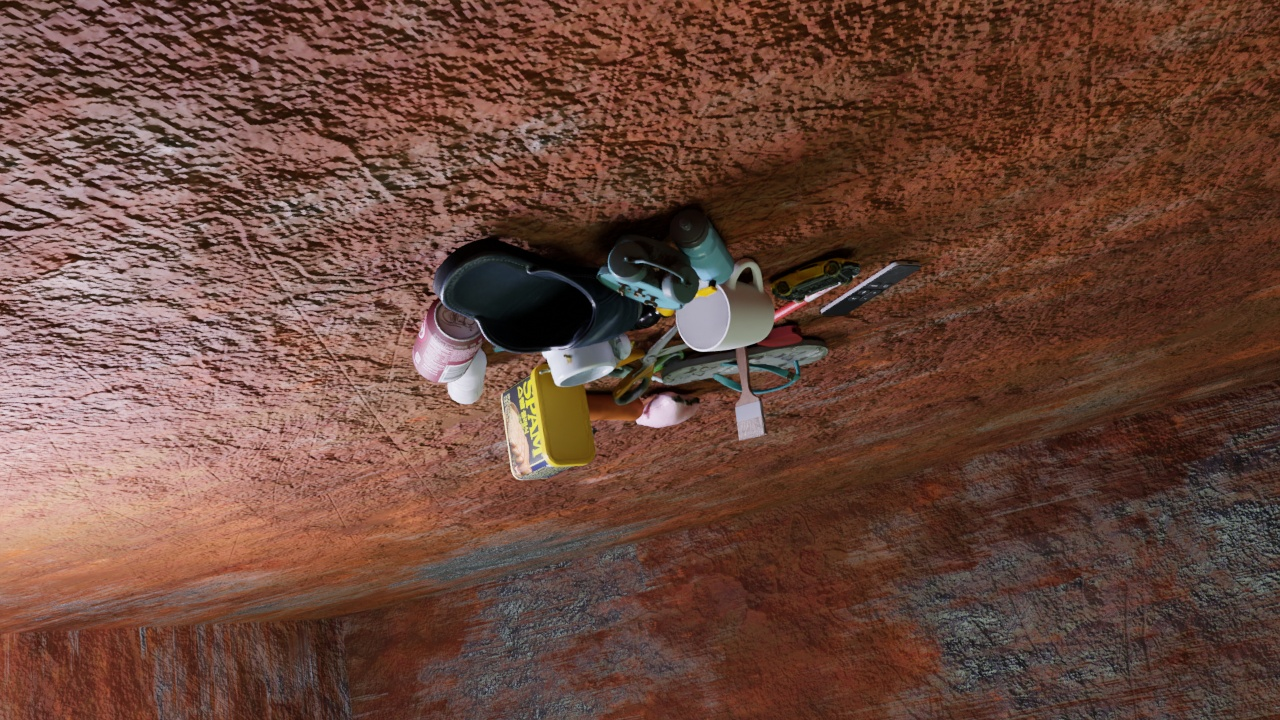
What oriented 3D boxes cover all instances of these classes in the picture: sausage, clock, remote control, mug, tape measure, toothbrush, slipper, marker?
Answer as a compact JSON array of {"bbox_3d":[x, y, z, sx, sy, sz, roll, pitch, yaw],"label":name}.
[{"bbox_3d":[-0.062,0.071,1.373,0.164,0.039,0.045,2,163,-37],"label":"sausage"},{"bbox_3d":[-0.060,-0.009,1.074,0.117,0.057,0.083,-8,164,-41],"label":"clock"},{"bbox_3d":[0.008,-0.083,0.866,0.090,0.053,0.124,21,172,-12],"label":"clock"},{"bbox_3d":[0.291,-0.090,1.166,0.045,0.008,0.147,-1,159,-31],"label":"remote control"},{"bbox_3d":[0.106,-0.065,1.033,0.087,0.081,0.114,-3,130,-44],"label":"mug"},{"bbox_3d":[0.190,-0.034,1.257,0.059,0.019,0.051,-12,166,23],"label":"tape measure"},{"bbox_3d":[0.025,-0.058,1.005,0.031,0.030,0.197,16,164,-28],"label":"toothbrush"},{"bbox_3d":[0.161,0.014,1.316,0.268,0.054,0.098,-7,159,-22],"label":"slipper"},{"bbox_3d":[0.215,-0.082,1.137,0.012,0.012,0.143,3,156,-40],"label":"marker"},{"bbox_3d":[-0.084,-0.041,0.912,0.109,0.083,0.265,-44,150,21],"label":"slipper"}]

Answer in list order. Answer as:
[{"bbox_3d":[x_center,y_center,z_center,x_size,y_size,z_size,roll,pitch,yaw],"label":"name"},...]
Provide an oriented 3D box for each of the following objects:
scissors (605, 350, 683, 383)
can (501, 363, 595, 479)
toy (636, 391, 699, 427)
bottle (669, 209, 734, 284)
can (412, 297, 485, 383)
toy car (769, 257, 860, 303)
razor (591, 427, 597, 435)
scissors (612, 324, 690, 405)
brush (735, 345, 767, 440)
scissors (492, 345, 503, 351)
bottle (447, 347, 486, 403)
[{"bbox_3d":[-0.001,0.018,1.303,0.165,0.024,0.172,-7,160,-34],"label":"scissors"},{"bbox_3d":[-0.126,0.085,1.221,0.075,0.135,0.105,1,160,-37],"label":"can"},{"bbox_3d":[0.041,0.078,1.445,0.093,0.050,0.102,-25,162,26],"label":"toy"},{"bbox_3d":[0.060,-0.111,0.898,0.040,0.040,0.130,-17,162,14],"label":"bottle"},{"bbox_3d":[-0.199,-0.023,0.958,0.063,0.063,0.114,-4,160,-24],"label":"can"},{"bbox_3d":[0.202,-0.095,1.059,0.107,0.030,0.049,-19,160,27],"label":"toy car"},{"bbox_3d":[-0.102,0.097,1.379,0.042,0.026,0.106,8,-177,-43],"label":"razor"},{"bbox_3d":[-0.007,0.007,1.206,0.225,0.016,0.230,-13,155,-18],"label":"scissors"},{"bbox_3d":[0.141,0.032,1.219,0.008,0.143,0.045,6,163,-43],"label":"brush"},{"bbox_3d":[-0.108,-0.027,1.090,0.134,0.011,0.140,-17,163,5],"label":"scissors"},{"bbox_3d":[-0.207,0.013,1.093,0.044,0.044,0.136,-8,162,-15],"label":"bottle"}]
